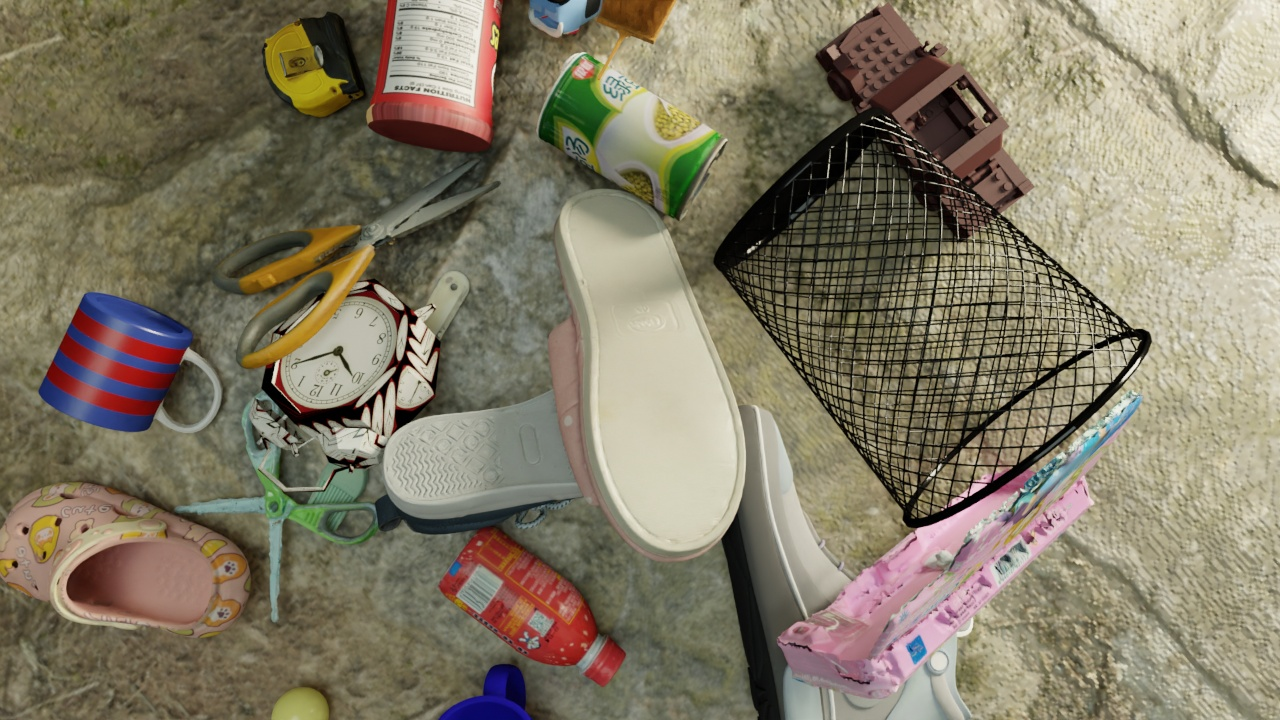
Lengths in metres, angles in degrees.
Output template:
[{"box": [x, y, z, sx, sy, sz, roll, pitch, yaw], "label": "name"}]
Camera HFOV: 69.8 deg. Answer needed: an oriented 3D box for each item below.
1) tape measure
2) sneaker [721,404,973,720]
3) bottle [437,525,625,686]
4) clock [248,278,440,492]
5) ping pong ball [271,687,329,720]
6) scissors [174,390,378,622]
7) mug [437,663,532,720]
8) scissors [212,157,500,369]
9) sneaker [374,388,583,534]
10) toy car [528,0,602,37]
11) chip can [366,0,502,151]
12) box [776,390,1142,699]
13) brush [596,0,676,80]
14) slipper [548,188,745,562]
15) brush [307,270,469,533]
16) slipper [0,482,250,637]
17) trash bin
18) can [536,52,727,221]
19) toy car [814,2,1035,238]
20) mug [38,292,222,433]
[{"box": [-0.240, -0.213, 0.667, 0.064, 0.037, 0.065, -17, 90, 2], "label": "tape measure"}, {"box": [0.143, 0.149, 0.636, 0.160, 0.093, 0.256, -9, 89, -6], "label": "sneaker"}, {"box": [-0.073, 0.179, 0.653, 0.137, 0.062, 0.062, 38, 92, 2], "label": "bottle"}, {"box": [-0.204, 0.024, 0.637, 0.115, 0.065, 0.154, 12, 66, 23], "label": "clock"}, {"box": [-0.250, 0.261, 0.674, 0.040, 0.040, 0.040, 0, 91, 3], "label": "ping pong ball"}, {"box": [-0.269, 0.107, 0.678, 0.171, 0.021, 0.173, -1, 93, 10], "label": "scissors"}, {"box": [-0.098, 0.270, 0.639, 0.079, 0.084, 0.111, -3, 53, 9], "label": "mug"}, {"box": [-0.200, -0.072, 0.644, 0.225, 0.016, 0.175, -20, 47, 3], "label": "scissors"}, {"box": [-0.067, 0.071, 0.642, 0.235, 0.088, 0.089, -11, 59, -16], "label": "sneaker"}, {"box": [-0.048, -0.302, 0.623, 0.054, 0.056, 0.154, -9, 125, -29], "label": "toy car"}, {"box": [-0.134, -0.261, 0.637, 0.087, 0.087, 0.213, 7, 90, 3], "label": "chip can"}, {"box": [0.202, 0.114, 0.545, 0.229, 0.161, 0.062, -28, 75, -30], "label": "box"}, {"box": [-0.003, -0.245, 0.635, 0.048, 0.017, 0.126, 23, 62, 2], "label": "brush"}, {"box": [-0.004, 0.004, 0.612, 0.114, 0.055, 0.274, -1, 61, -19], "label": "slipper"}, {"box": [-0.187, 0.029, 0.682, 0.033, 0.012, 0.217, 30, 91, 2], "label": "brush"}, {"box": [-0.381, 0.145, 0.654, 0.197, 0.081, 0.093, 12, 90, 8], "label": "slipper"}, {"box": [0.169, -0.034, 0.586, 0.184, 0.184, 0.210, -42, 83, 3], "label": "trash bin"}, {"box": [-0.007, -0.156, 0.641, 0.121, 0.067, 0.067, 32, 92, 2], "label": "can"}, {"box": [0.197, -0.167, 0.633, 0.070, 0.062, 0.170, -38, 89, 2], "label": "toy car"}, {"box": [-0.360, 0.008, 0.666, 0.112, 0.075, 0.076, 26, 92, -24], "label": "mug"}]
